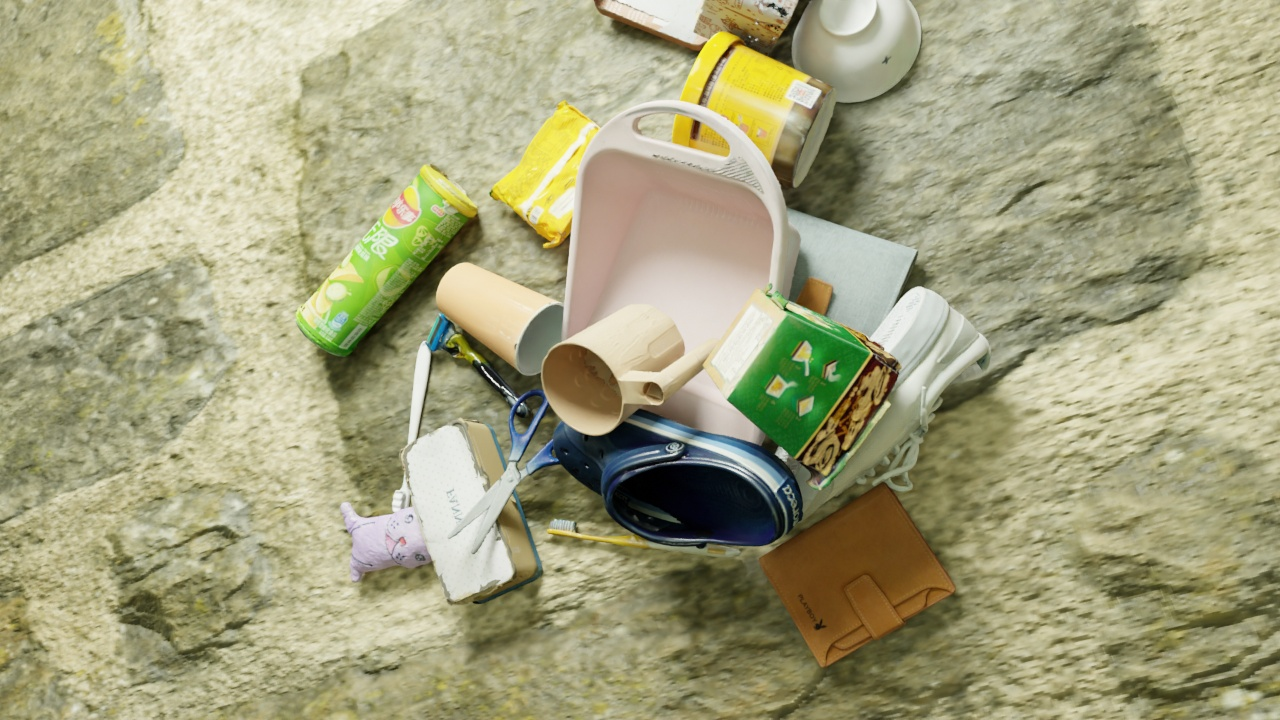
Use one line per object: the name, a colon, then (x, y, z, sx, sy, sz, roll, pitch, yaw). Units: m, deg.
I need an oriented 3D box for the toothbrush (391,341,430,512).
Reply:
toothbrush: (-0.237, 0.068, 0.950, 0.016, 0.016, 0.180, 5, 84, 19)

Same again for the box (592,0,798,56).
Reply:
box: (0.072, -0.395, 0.833, 0.227, 0.156, 0.180, 26, 91, 12)

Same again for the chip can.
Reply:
chip can: (-0.267, -0.101, 0.958, 0.221, 0.072, 0.072, -46, 70, 8)

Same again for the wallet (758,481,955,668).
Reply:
wallet: (0.181, 0.181, 0.776, 0.132, 0.031, 0.107, -34, 70, 13)

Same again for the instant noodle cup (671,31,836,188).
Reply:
instant noodle cup: (0.104, -0.218, 0.822, 0.114, 0.118, 0.118, 25, 90, 14)

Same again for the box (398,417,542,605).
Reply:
box: (-0.164, 0.152, 0.891, 0.090, 0.059, 0.184, -25, 76, 16)

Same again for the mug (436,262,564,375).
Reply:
mug: (-0.138, -0.047, 0.905, 0.123, 0.078, 0.078, 30, 92, 27)

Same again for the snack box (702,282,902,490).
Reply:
snack box: (0.115, 0.012, 0.712, 0.105, 0.118, 0.117, 31, 101, -17)

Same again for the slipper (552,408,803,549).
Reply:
slipper: (0.016, 0.108, 0.771, 0.253, 0.095, 0.105, 10, 123, 42)

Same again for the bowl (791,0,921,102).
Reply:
bowl: (0.190, -0.301, 0.827, 0.118, 0.064, 0.118, -3, 80, 20)

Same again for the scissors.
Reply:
scissors: (-0.108, 0.108, 0.862, 0.141, 0.012, 0.170, 5, 69, -6)

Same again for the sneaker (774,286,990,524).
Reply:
sneaker: (0.194, 0.059, 0.767, 0.090, 0.089, 0.242, 34, 106, -8)

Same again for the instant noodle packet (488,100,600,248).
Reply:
instant noodle packet: (-0.080, -0.183, 0.917, 0.111, 0.044, 0.128, 41, 93, 27)

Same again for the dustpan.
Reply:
dustpan: (0.019, -0.071, 0.792, 0.223, 0.138, 0.273, 19, 95, 26)

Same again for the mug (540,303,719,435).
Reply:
mug: (-0.005, 0.005, 0.773, 0.125, 0.103, 0.084, 0, 113, 36)

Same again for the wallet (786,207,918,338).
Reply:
wallet: (0.164, -0.070, 0.816, 0.130, 0.037, 0.106, 23, 89, 22)

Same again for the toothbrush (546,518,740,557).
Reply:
toothbrush: (0.000, 0.165, 0.851, 0.192, 0.016, 0.018, 2, 74, 21)

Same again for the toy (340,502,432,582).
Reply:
toy: (-0.251, 0.178, 0.925, 0.108, 0.038, 0.084, -9, 94, 19)

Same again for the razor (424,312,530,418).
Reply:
razor: (-0.159, 0.009, 0.929, 0.143, 0.022, 0.043, 41, 123, 18)
